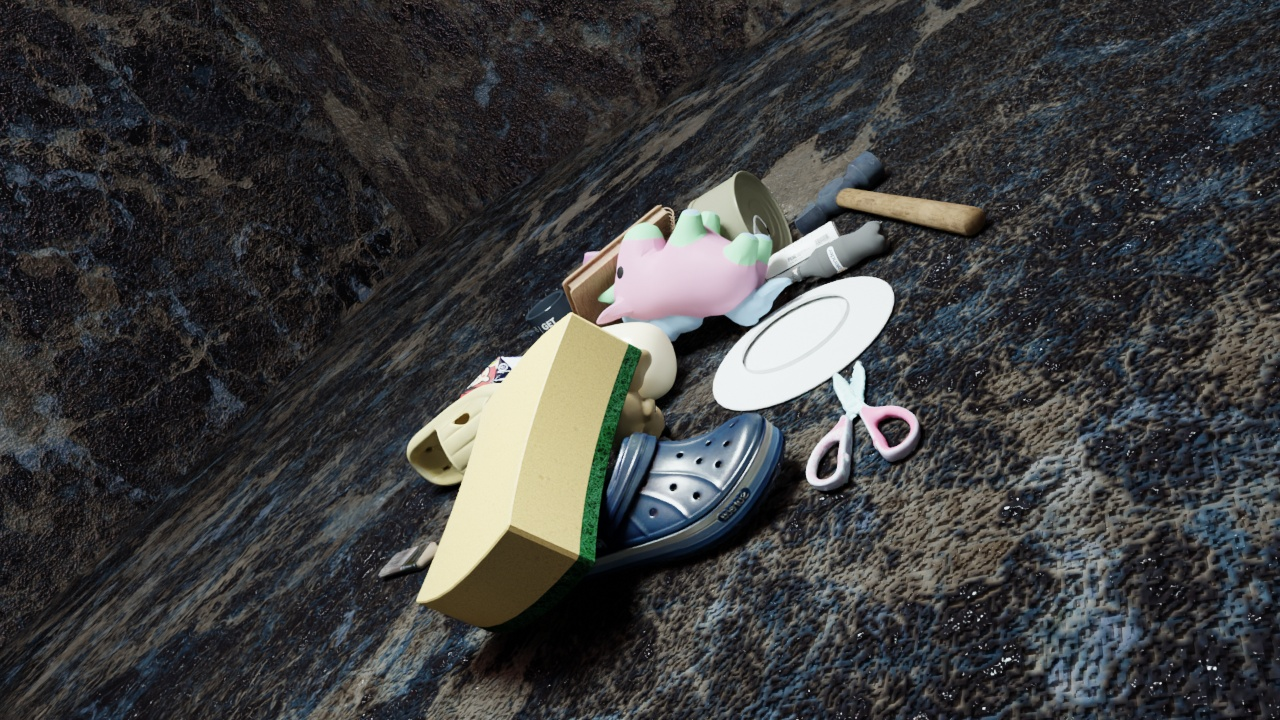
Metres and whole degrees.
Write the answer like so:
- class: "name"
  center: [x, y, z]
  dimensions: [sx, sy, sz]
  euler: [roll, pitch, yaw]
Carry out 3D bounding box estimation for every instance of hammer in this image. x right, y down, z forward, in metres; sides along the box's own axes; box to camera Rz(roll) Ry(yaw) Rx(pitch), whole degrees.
- class: "hammer"
  center: [0.284, -0.173, 1.037]
  dimensions: [0.129, 0.040, 0.322]
  euler: [-42, 21, -1]

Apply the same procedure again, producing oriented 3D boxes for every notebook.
- class: "notebook"
  center: [-0.017, -0.103, 1.211]
  dimensions: [0.169, 0.022, 0.211]
  euler: [-40, -20, -10]

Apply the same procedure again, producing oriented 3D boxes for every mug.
- class: "mug"
  center: [-0.006, 0.006, 1.048]
  dimensions: [0.100, 0.096, 0.120]
  euler: [-13, -12, 26]
- class: "mug"
  center: [-0.110, -0.063, 1.385]
  dimensions: [0.105, 0.077, 0.071]
  euler: [-30, 21, 19]

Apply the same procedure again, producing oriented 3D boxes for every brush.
- class: "brush"
  center: [-0.098, 0.102, 0.815]
  dimensions: [0.196, 0.075, 0.249]
  euler: [-42, 27, 46]
- class: "brush"
  center: [-0.251, 0.228, 1.071]
  dimensions: [0.152, 0.012, 0.038]
  euler: [-22, 24, 36]

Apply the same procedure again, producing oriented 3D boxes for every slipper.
- class: "slipper"
  center: [0.003, 0.115, 0.780]
  dimensions: [0.253, 0.095, 0.104]
  euler: [-31, 18, 28]
- class: "slipper"
  center: [-0.213, 0.109, 1.130]
  dimensions: [0.262, 0.111, 0.079]
  euler: [-26, 20, 39]

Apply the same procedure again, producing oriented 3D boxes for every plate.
- class: "plate"
  center: [0.159, -0.024, 0.936]
  dimensions: [0.209, 0.015, 0.208]
  euler: [-32, 20, 13]

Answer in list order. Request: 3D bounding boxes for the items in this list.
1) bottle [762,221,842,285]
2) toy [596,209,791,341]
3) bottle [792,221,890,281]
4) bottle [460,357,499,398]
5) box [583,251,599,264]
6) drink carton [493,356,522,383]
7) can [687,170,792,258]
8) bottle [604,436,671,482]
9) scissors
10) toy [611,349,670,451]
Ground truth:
- class: "bottle"
  center: [0.182, -0.115, 1.066]
  dimensions: [0.116, 0.041, 0.041]
  euler: [-30, 21, 19]
- class: "toy"
  center: [0.059, -0.086, 1.064]
  dimensions: [0.120, 0.222, 0.171]
  euler: [-10, -56, -59]
- class: "bottle"
  center: [0.219, -0.116, 1.011]
  dimensions: [0.110, 0.036, 0.036]
  euler: [-26, 23, 29]
- class: "bottle"
  center: [-0.230, 0.058, 1.342]
  dimensions: [0.062, 0.062, 0.137]
  euler: [-10, 32, 51]
- class: "box"
  center: [-0.019, -0.116, 1.424]
  dimensions: [0.086, 0.105, 0.231]
  euler: [3, 4, -25]
- class: "drink carton"
  center: [-0.108, 0.028, 1.114]
  dimensions: [0.130, 0.064, 0.040]
  euler: [-1, 51, 11]
- class: "can"
  center: [0.124, -0.161, 1.139]
  dimensions: [0.073, 0.128, 0.127]
  euler: [-26, 22, 32]
- class: "bottle"
  center: [-0.012, 0.115, 0.877]
  dimensions: [0.130, 0.040, 0.040]
  euler: [-33, 20, 11]
- class: "scissors"
  center: [0.165, 0.051, 0.763]
  dimensions: [0.105, 0.016, 0.178]
  euler: [-33, 20, 11]
- class: "toy"
  center: [-0.024, 0.058, 0.945]
  dimensions: [0.134, 0.105, 0.108]
  euler: [-64, 15, -9]
